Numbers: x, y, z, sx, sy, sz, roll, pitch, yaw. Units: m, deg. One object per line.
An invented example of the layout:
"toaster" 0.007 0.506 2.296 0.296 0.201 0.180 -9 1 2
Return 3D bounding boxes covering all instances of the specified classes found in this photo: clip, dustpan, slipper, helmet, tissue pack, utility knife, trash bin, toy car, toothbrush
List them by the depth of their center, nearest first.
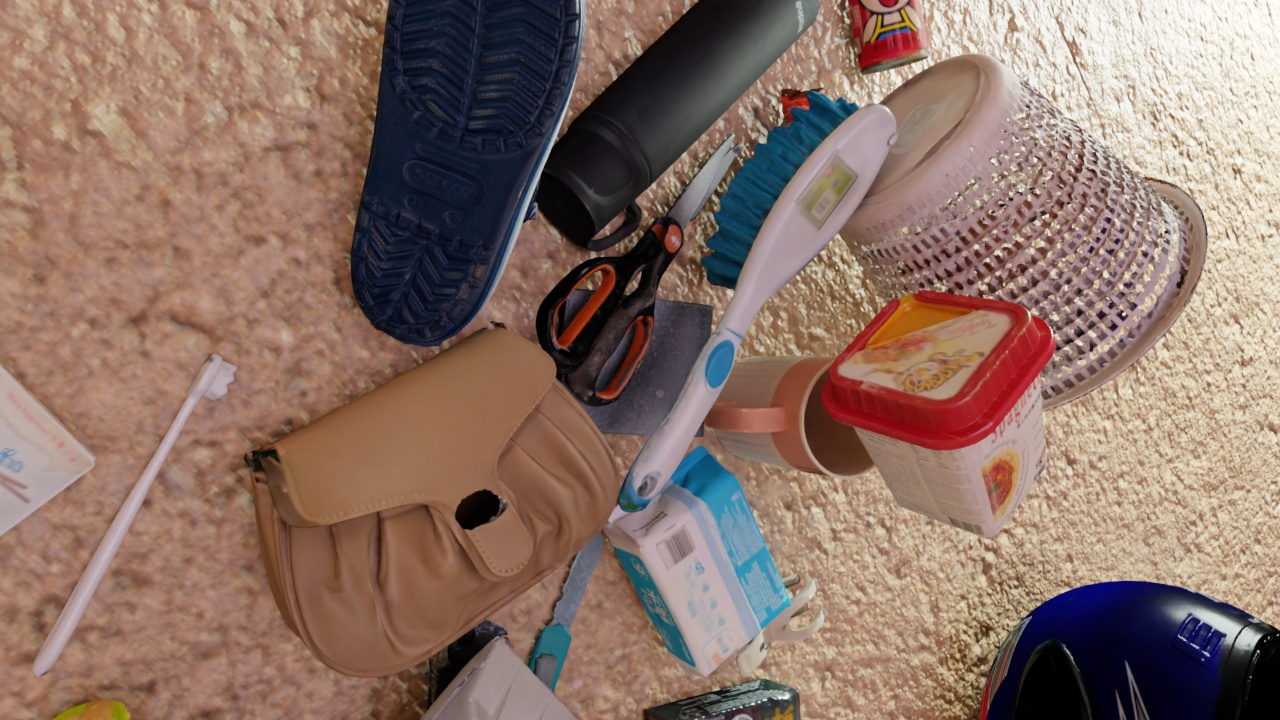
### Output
"toothbrush" -0.262 0.078 0.478 0.016 0.016 0.180 34 74 -34
"slipper" -0.095 -0.132 0.524 0.105 0.095 0.253 15 101 -3
"dustpan" -0.132 0.329 0.534 0.223 0.143 0.257 61 34 -38
"toy car" -0.110 0.209 0.565 0.048 0.031 0.105 7 89 -32
"utility knife" -0.068 0.212 0.601 0.029 0.013 0.219 26 78 -29
"tissue pack" 0.039 0.141 0.635 0.089 0.063 0.140 -32 106 -25
"trash bin" 0.247 -0.102 0.665 0.192 0.228 0.227 38 72 -22
"clip" 0.094 0.199 0.686 0.100 0.075 0.035 -27 106 -32
"helmet" 0.405 0.343 0.756 0.247 0.241 0.314 24 69 -29

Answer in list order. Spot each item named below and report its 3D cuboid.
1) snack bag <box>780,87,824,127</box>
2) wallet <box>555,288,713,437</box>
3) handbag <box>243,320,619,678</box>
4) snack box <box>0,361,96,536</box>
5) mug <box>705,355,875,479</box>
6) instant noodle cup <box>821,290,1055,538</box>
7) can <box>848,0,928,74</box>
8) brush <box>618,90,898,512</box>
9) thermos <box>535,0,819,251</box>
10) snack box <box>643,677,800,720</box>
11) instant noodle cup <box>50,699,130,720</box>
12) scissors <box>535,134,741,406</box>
"snack bag" 0.129 -0.157 0.702 0.045 0.026 0.105 -24 107 -40
"wallet" -0.004 0.004 0.632 0.120 0.019 0.097 5 90 -29
"handbag" -0.111 0.077 0.520 0.204 0.100 0.148 -32 104 -30
"snack box" -0.347 0.066 0.418 0.156 0.027 0.085 -43 112 -23
"mug" 0.098 0.038 0.642 0.114 0.106 0.081 -3 93 -31
"instant noodle cup" 0.195 0.036 0.580 0.116 0.117 0.124 -43 125 -23
"can" 0.187 -0.297 0.716 0.053 0.053 0.133 -19 101 -30
"brush" 0.066 -0.047 0.607 0.060 0.109 0.314 37 91 -29
"thermos" 0.026 -0.175 0.623 0.242 0.068 0.090 -48 146 -19
"snack box" 0.061 0.307 0.666 0.113 0.053 0.125 -2 87 -31
"instant noodle cup" -0.254 0.247 0.441 0.111 0.112 0.123 -43 120 -23
"scissors" 0.006 -0.081 0.598 0.139 0.022 0.234 29 77 -47
